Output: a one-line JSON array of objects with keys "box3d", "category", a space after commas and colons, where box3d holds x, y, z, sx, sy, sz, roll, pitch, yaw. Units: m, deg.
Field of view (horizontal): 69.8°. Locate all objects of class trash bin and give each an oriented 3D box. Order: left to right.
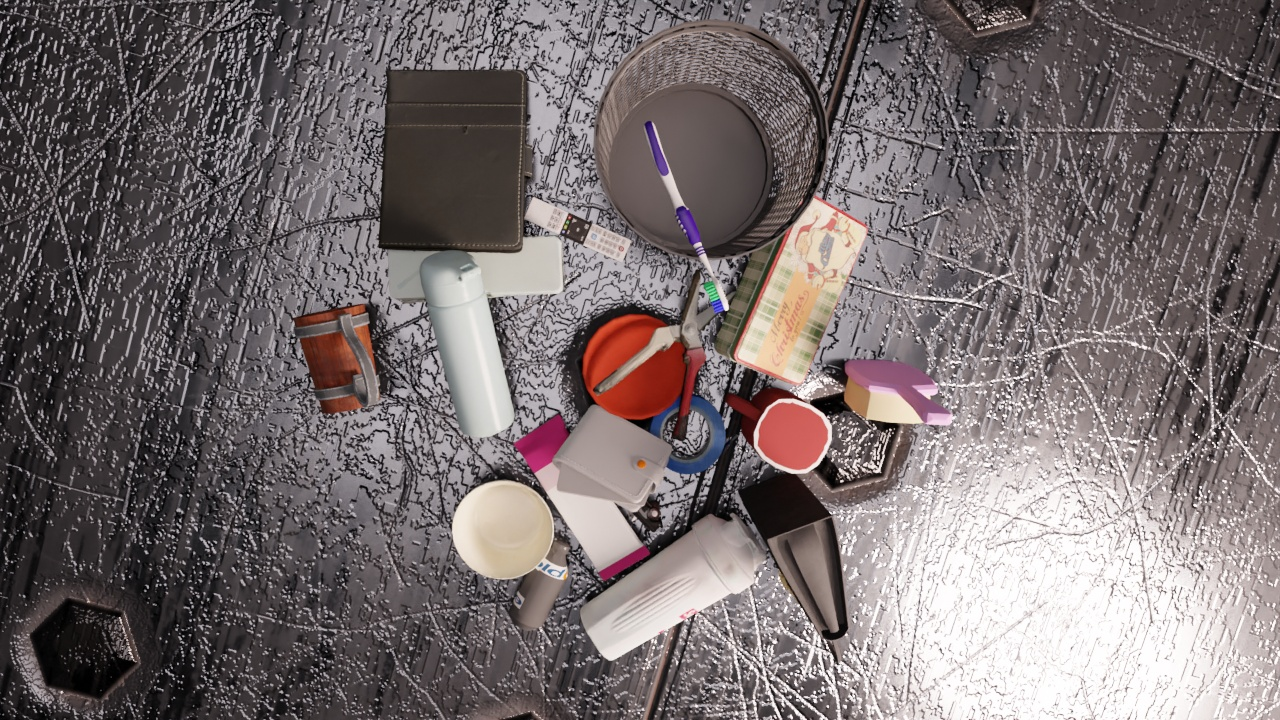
[{"box3d": [0.061, -0.212, 0.957, 0.218, 0.227, 0.218, 0, 95, -2], "category": "trash bin"}]

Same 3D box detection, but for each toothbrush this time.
[{"box3d": [0.040, -0.130, 0.841, 0.016, 0.015, 0.186, -23, 95, 5], "category": "toothbrush"}]

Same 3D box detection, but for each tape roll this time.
[{"box3d": [0.056, 0.087, 1.092, 0.091, 0.016, 0.093, -43, 95, 3], "category": "tape roll"}]

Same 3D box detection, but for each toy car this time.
[{"box3d": [-0.010, 0.164, 1.086, 0.037, 0.040, 0.092, -41, 95, 3], "category": "toy car"}]

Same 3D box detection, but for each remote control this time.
[{"box3d": [-0.073, -0.152, 1.067, 0.124, 0.012, 0.028, 23, 94, -4], "category": "remote control"}]

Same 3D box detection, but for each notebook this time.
[{"box3d": [-0.206, -0.225, 1.030, 0.169, 0.029, 0.209, 1, 85, -2], "category": "notebook"}]

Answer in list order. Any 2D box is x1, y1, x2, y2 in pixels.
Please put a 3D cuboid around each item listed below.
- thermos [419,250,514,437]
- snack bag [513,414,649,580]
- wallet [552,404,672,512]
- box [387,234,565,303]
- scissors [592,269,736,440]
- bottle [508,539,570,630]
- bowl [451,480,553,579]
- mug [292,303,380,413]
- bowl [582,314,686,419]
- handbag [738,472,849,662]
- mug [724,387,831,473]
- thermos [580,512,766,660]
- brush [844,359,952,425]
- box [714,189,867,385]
[{"box3d": [-0.193, -0.019, 1.021, 0.065, 0.078, 0.207, -32, 122, -40], "category": "thermos"}, {"box3d": [-0.069, 0.163, 1.086, 0.070, 0.016, 0.196, -34, 90, 16], "category": "snack bag"}, {"box3d": [-0.036, 0.122, 1.044, 0.118, 0.038, 0.115, 28, 57, 11], "category": "wallet"}, {"box3d": [-0.187, -0.107, 1.051, 0.199, 0.067, 0.083, -4, 115, 0], "category": "box"}, {"box3d": [0.031, -0.001, 1.047, 0.179, 0.015, 0.198, -9, 95, -1], "category": "scissors"}, {"box3d": [-0.116, 0.265, 1.089, 0.047, 0.047, 0.112, 27, 94, -4], "category": "bottle"}, {"box3d": [-0.158, 0.190, 1.072, 0.115, 0.062, 0.115, 0, 95, -2], "category": "bowl"}, {"box3d": [-0.329, -0.002, 1.027, 0.081, 0.118, 0.111, -18, 102, -37], "category": "mug"}, {"box3d": [-0.006, 0.006, 1.073, 0.122, 0.035, 0.122, 0, 96, -2], "category": "bowl"}, {"box3d": [0.190, 0.248, 1.036, 0.072, 0.175, 0.196, -20, 99, -1], "category": "handbag"}, {"box3d": [0.151, 0.072, 1.053, 0.116, 0.096, 0.080, 27, 94, -4], "category": "mug"}, {"box3d": [0.039, 0.263, 1.077, 0.220, 0.099, 0.099, -34, 96, 7], "category": "thermos"}, {"box3d": [0.282, 0.044, 0.991, 0.089, 0.228, 0.043, 3, 103, -2], "category": "brush"}, {"box3d": [0.173, -0.082, 1.043, 0.117, 0.050, 0.205, 22, 95, -30], "category": "box"}]
